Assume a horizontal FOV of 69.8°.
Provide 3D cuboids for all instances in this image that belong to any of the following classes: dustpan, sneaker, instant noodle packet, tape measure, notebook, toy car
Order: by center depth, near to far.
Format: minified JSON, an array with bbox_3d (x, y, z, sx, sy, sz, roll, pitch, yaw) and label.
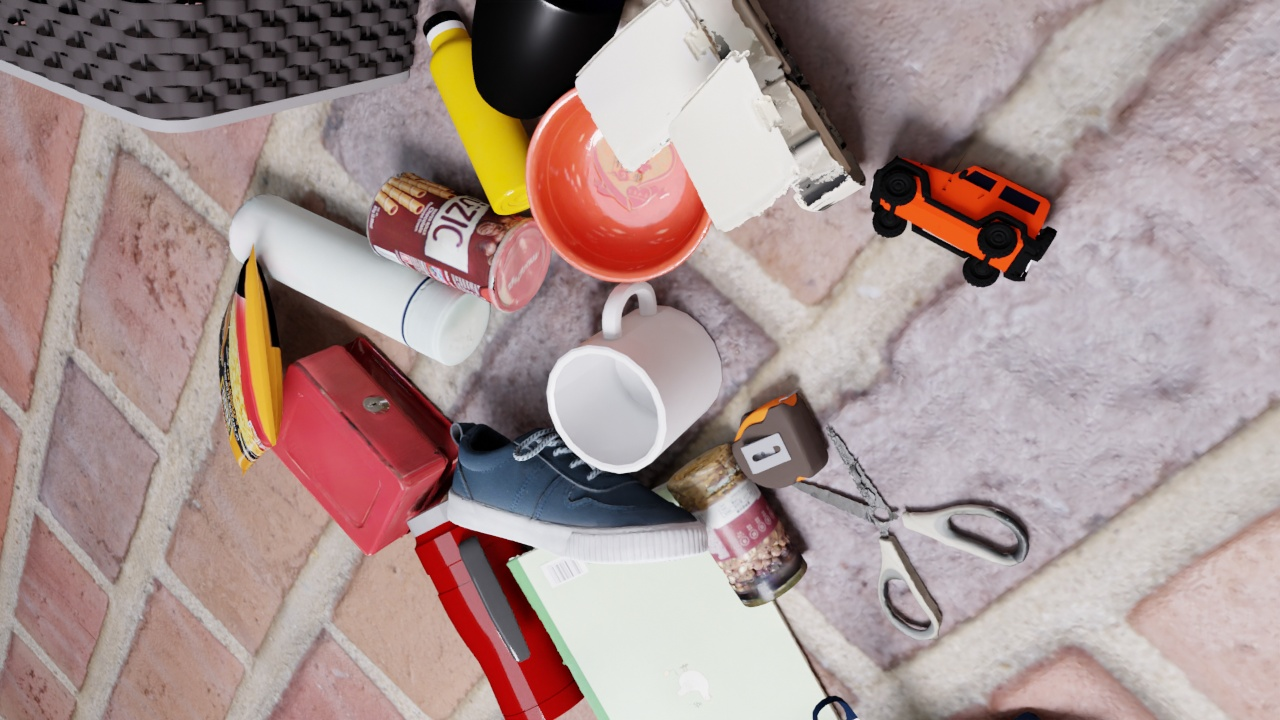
[{"bbox_3d":[0.178,-0.082,0.511,0.100,0.051,0.048,32,80,17],"label":"toy car"},{"bbox_3d":[0.194,0.337,0.607,0.236,0.080,0.273,-34,112,-4],"label":"dustpan"},{"bbox_3d":[0.092,0.058,0.630,0.059,0.038,0.058,-23,91,40],"label":"tape measure"},{"bbox_3d":[-0.052,0.091,0.670,0.236,0.089,0.087,6,92,34],"label":"sneaker"},{"bbox_3d":[0.029,0.231,0.725,0.182,0.010,0.252,-28,95,16],"label":"notebook"},{"bbox_3d":[-0.345,0.010,0.805,0.221,0.032,0.159,-25,73,58],"label":"instant noodle packet"}]

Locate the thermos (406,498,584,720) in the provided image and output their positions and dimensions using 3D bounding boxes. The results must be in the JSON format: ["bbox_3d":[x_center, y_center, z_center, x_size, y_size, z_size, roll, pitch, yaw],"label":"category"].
[{"bbox_3d":[-0.119,0.206,0.771,0.198,0.084,0.108,63,168,3],"label":"thermos"}]

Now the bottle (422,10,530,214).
[{"bbox_3d":[-0.111,-0.174,0.639,0.043,0.043,0.143,-31,80,36],"label":"bottle"}]

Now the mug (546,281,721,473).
[{"bbox_3d":[-0.004,0.004,0.633,0.091,0.089,0.121,8,114,28],"label":"mug"}]

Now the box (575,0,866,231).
[{"bbox_3d":[0.031,-0.126,0.483,0.105,0.187,0.143,-32,87,21],"label":"box"}]

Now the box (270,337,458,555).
[{"bbox_3d":[-0.246,0.076,0.815,0.157,0.087,0.129,42,130,9],"label":"box"}]

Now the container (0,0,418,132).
[{"bbox_3d":[-0.291,-0.311,0.578,0.247,0.244,0.244,23,124,21],"label":"container"}]

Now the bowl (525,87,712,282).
[{"bbox_3d":[-0.008,-0.119,0.603,0.131,0.045,0.131,6,110,16],"label":"bowl"}]

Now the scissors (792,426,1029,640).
[{"bbox_3d":[0.179,0.119,0.623,0.158,0.012,0.171,-8,105,33],"label":"scissors"}]

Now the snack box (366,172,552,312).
[{"bbox_3d":[-0.135,-0.090,0.683,0.121,0.072,0.072,24,121,21],"label":"snack box"}]

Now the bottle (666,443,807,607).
[{"bbox_3d":[0.069,0.118,0.660,0.056,0.056,0.105,-31,94,36],"label":"bottle"}]

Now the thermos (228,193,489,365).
[{"bbox_3d":[-0.232,-0.069,0.753,0.230,0.067,0.068,24,121,20],"label":"thermos"}]

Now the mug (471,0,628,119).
[{"bbox_3d":[-0.051,-0.202,0.588,0.119,0.084,0.100,23,140,-14],"label":"mug"}]
